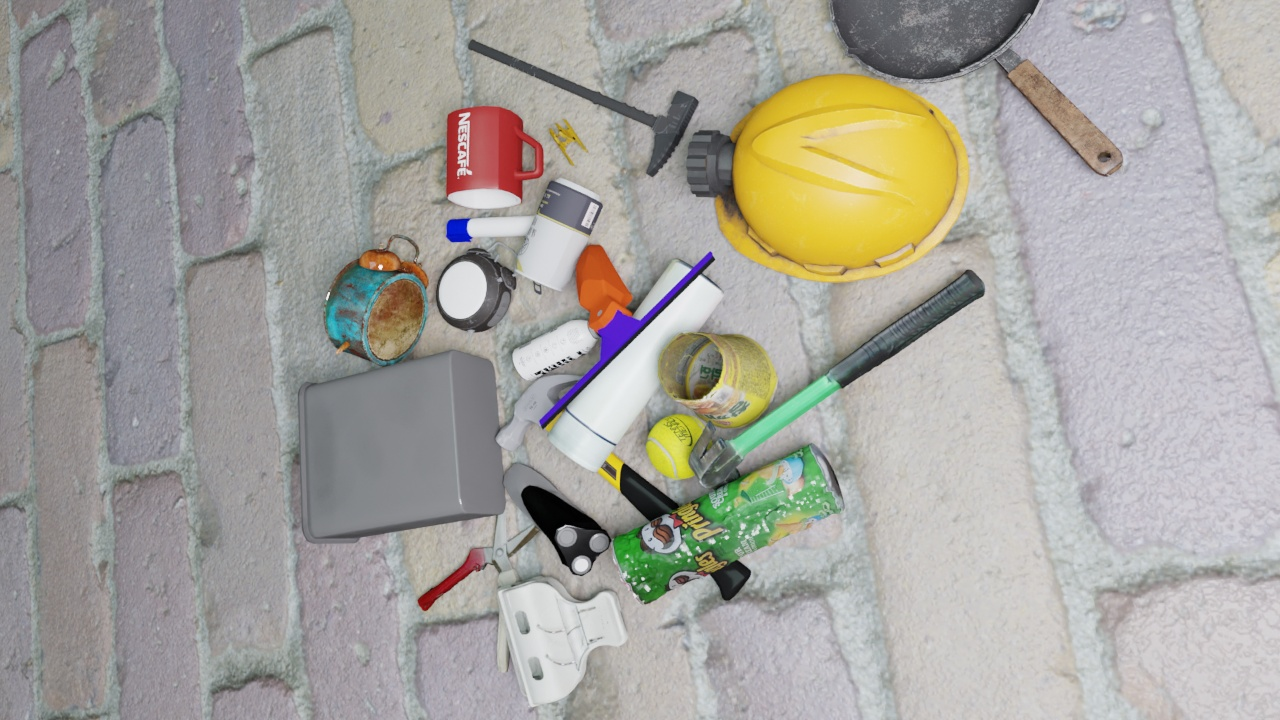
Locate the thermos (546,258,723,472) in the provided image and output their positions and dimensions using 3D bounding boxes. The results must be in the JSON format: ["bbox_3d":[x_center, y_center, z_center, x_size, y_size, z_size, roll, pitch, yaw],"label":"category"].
[{"bbox_3d":[-0.006,0.006,0.943,0.068,0.068,0.230,36,92,24],"label":"thermos"}]

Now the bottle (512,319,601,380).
[{"bbox_3d":[-0.085,-0.017,1.017,0.116,0.041,0.041,-25,74,21],"label":"bottle"}]

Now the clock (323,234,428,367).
[{"bbox_3d":[-0.310,-0.075,1.091,0.073,0.121,0.157,19,86,22],"label":"clock"}]

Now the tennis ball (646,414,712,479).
[{"bbox_3d":[0.039,0.087,0.932,0.065,0.065,0.065,-3,83,25],"label":"tennis ball"}]

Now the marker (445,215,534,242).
[{"bbox_3d":[-0.169,-0.156,1.081,0.133,0.023,0.027,2,66,26],"label":"marker"}]

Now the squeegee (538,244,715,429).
[{"bbox_3d":[-0.039,-0.071,0.953,0.250,0.055,0.184,-44,30,20],"label":"squeegee"}]

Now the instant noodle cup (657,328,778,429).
[{"bbox_3d":[0.071,0.014,0.901,0.102,0.108,0.102,-4,80,26],"label":"instant noodle cup"}]

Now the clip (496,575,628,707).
[{"bbox_3d":[-0.091,0.290,0.964,0.151,0.110,0.126,-20,83,30],"label":"clip"}]

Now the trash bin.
[{"bbox_3d":[-0.279,0.102,1.063,0.220,0.097,0.191,-13,75,23],"label":"trash bin"}]

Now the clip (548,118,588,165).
[{"bbox_3d":[-0.084,-0.254,1.044,0.046,0.048,0.054,-23,68,-21],"label":"clip"}]

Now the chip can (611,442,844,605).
[{"bbox_3d":[0.085,0.157,0.881,0.223,0.075,0.075,-28,73,11],"label":"chip can"}]

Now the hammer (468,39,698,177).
[{"bbox_3d":[-0.086,-0.312,1.065,0.325,0.015,0.095,30,98,26],"label":"hammer"}]

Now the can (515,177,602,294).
[{"bbox_3d":[-0.094,-0.134,1.021,0.064,0.064,0.127,27,96,26],"label":"can"}]

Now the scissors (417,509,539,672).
[{"bbox_3d":[-0.170,0.260,1.042,0.199,0.015,0.179,-33,70,18],"label":"scissors"}]

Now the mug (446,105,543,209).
[{"bbox_3d":[-0.165,-0.235,1.060,0.116,0.080,0.096,-3,83,19],"label":"mug"}]

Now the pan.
[{"bbox_3d":[0.324,-0.298,0.853,0.208,0.040,0.356,-38,71,17],"label":"pan"}]

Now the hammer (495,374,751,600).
[{"bbox_3d":[-0.013,0.130,0.976,0.323,0.029,0.127,38,101,23],"label":"hammer"}]

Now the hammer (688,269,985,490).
[{"bbox_3d":[0.181,0.019,0.861,0.319,0.130,0.032,-36,63,8],"label":"hammer"}]

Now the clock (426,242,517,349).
[{"bbox_3d":[-0.195,-0.084,1.076,0.091,0.043,0.123,38,101,24],"label":"clock"}]

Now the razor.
[{"bbox_3d":[-0.098,0.165,0.999,0.057,0.060,0.156,-51,46,-1],"label":"razor"}]

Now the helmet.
[{"bbox_3d":[0.170,-0.186,0.864,0.256,0.131,0.205,7,87,25],"label":"helmet"}]
